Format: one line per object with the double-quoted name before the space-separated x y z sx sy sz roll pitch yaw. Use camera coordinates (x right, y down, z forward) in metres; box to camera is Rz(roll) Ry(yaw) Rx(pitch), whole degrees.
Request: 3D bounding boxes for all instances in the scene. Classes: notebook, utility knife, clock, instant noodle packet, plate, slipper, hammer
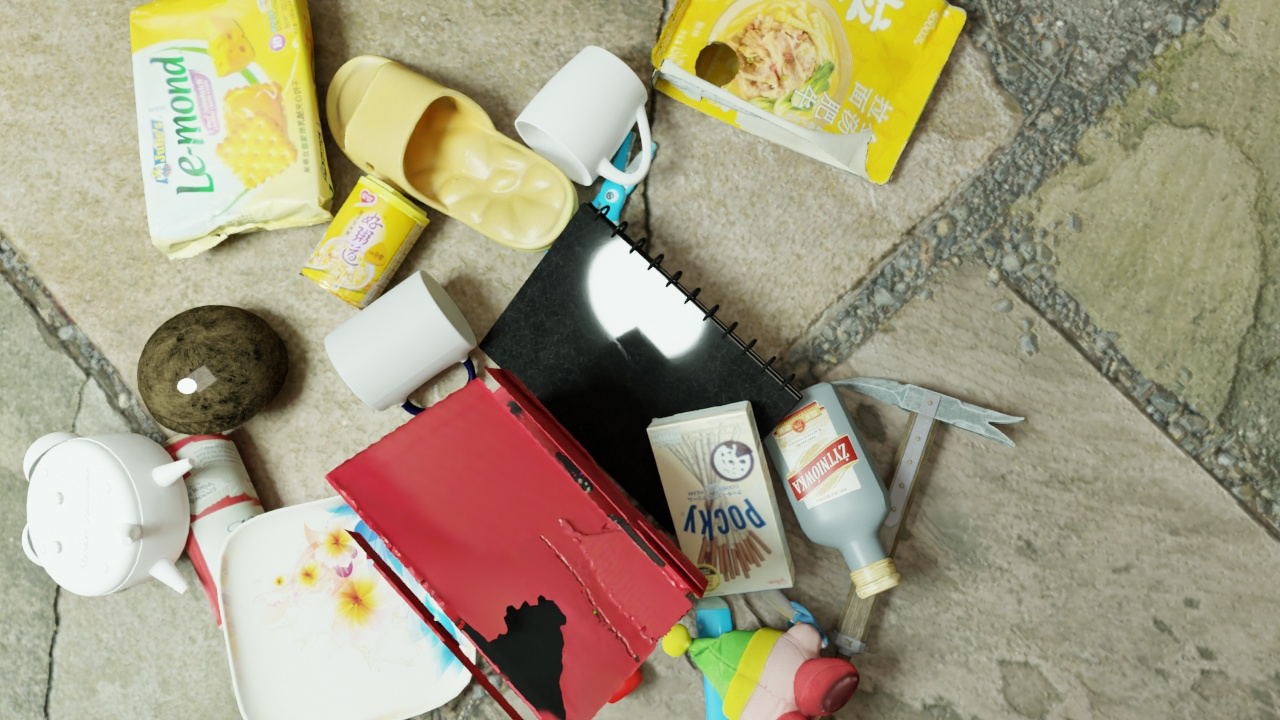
"notebook" -0.005 0.005 0.746 0.231 0.019 0.169 43 112 9
"utility knife" 0.064 0.291 0.738 0.031 0.015 0.209 -4 80 7
"clock" -0.434 0.122 0.733 0.161 0.072 0.125 7 96 23
"instant noodle packet" 0.139 -0.263 0.761 0.221 0.084 0.163 25 89 2
"plate" -0.237 0.204 0.748 0.186 0.016 0.187 -11 83 -20
"slipper" -0.172 -0.180 0.783 0.263 0.078 0.099 32 92 11
"hammer" 0.179 0.171 0.731 0.147 0.028 0.316 19 86 16

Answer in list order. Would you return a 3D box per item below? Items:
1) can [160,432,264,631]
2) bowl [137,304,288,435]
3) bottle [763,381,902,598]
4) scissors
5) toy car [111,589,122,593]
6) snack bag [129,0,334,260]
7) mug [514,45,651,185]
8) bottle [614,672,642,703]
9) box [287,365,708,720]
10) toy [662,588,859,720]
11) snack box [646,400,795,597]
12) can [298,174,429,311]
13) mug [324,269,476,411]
"can" -0.351 0.143 0.776 0.067 0.067 0.170 -28 81 3
"bowl" -0.366 -0.003 0.771 0.121 0.056 0.121 0 55 1
"bottle" 0.152 0.103 0.714 0.072 0.046 0.161 -28 70 16
"scissors" -0.036 -0.142 0.796 0.090 0.014 0.141 17 89 10
"toy car" -0.439 0.163 0.801 0.113 0.040 0.048 -33 81 20
"snack bag" -0.356 -0.219 0.813 0.160 0.068 0.247 -9 83 7
"mug" -0.033 -0.197 0.767 0.114 0.081 0.087 36 83 7
"bottle" -0.045 0.220 0.748 0.036 0.036 0.119 -37 81 2
"box" -0.059 0.108 0.623 0.124 0.315 0.211 -46 82 10
"toy" 0.090 0.234 0.700 0.096 0.131 0.124 29 85 -36
"snack box" 0.064 0.111 0.718 0.082 0.026 0.150 -13 102 18
"can" -0.236 -0.100 0.787 0.067 0.067 0.105 33 89 9
"mug" -0.190 -0.004 0.774 0.097 0.078 0.112 -35 109 2
